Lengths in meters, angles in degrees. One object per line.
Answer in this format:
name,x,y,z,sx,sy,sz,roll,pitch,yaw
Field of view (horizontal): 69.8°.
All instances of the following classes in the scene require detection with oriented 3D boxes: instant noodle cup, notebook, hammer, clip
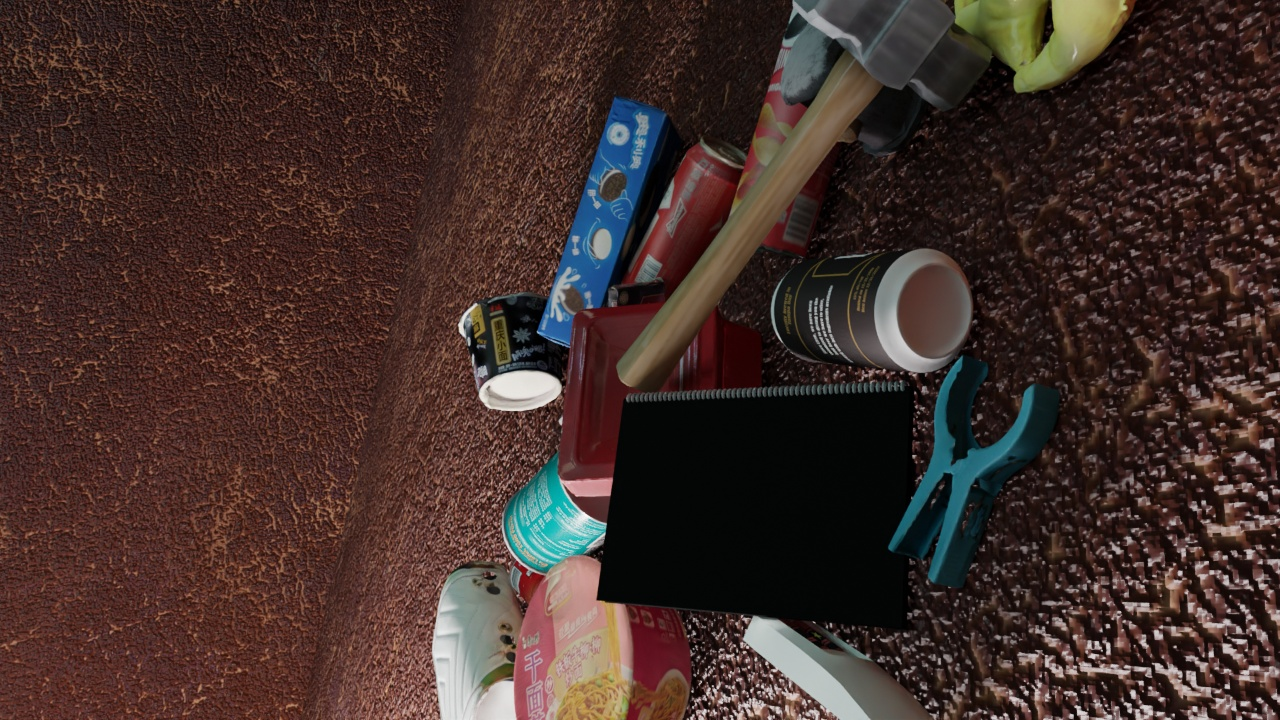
instant noodle cup,-0.158,-0.006,1.179,0.138,0.137,0.112,-48,44,46
instant noodle cup,-0.028,0.254,0.754,0.179,0.077,0.178,-28,55,48
notebook,0.071,0.089,0.599,0.207,0.016,0.148,-4,69,31
hammer,0.189,-0.305,0.646,0.052,0.098,0.328,2,71,64
clip,0.187,0.060,0.484,0.121,0.031,0.130,-6,69,60
hammer,0.081,-0.102,0.607,0.324,0.117,0.051,-54,28,26

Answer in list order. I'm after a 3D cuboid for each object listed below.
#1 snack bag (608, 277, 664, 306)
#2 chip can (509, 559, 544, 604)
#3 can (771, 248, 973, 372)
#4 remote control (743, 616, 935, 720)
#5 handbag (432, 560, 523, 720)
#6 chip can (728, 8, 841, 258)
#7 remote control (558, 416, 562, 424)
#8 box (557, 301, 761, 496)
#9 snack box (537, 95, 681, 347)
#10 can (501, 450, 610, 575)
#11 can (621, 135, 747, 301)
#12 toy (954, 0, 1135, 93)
snack bag,-0.005,0.005,0.837,0.018,0.074,0.155,9,104,36
chip can,-0.081,0.245,0.932,0.215,0.051,0.051,7,82,67
can,0.142,-0.031,0.579,0.129,0.072,0.072,8,83,67
remote control,0.115,0.180,0.534,0.143,0.049,0.024,17,92,67
handbag,-0.163,0.328,0.996,0.198,0.096,0.142,-125,46,-59
chip can,0.130,-0.196,0.713,0.073,0.073,0.233,29,103,66
remote control,-0.043,0.044,0.906,0.074,0.019,0.151,-42,-4,-3
box,0.034,0.051,0.752,0.147,0.156,0.157,-6,60,20
snack box,-0.026,-0.134,0.943,0.195,0.056,0.239,-43,-27,-81
can,-0.063,0.139,0.896,0.144,0.099,0.099,-46,36,48
can,0.043,-0.123,0.864,0.170,0.067,0.067,-61,26,28
toy,0.232,-0.242,0.520,0.170,0.064,0.155,-102,17,-45
